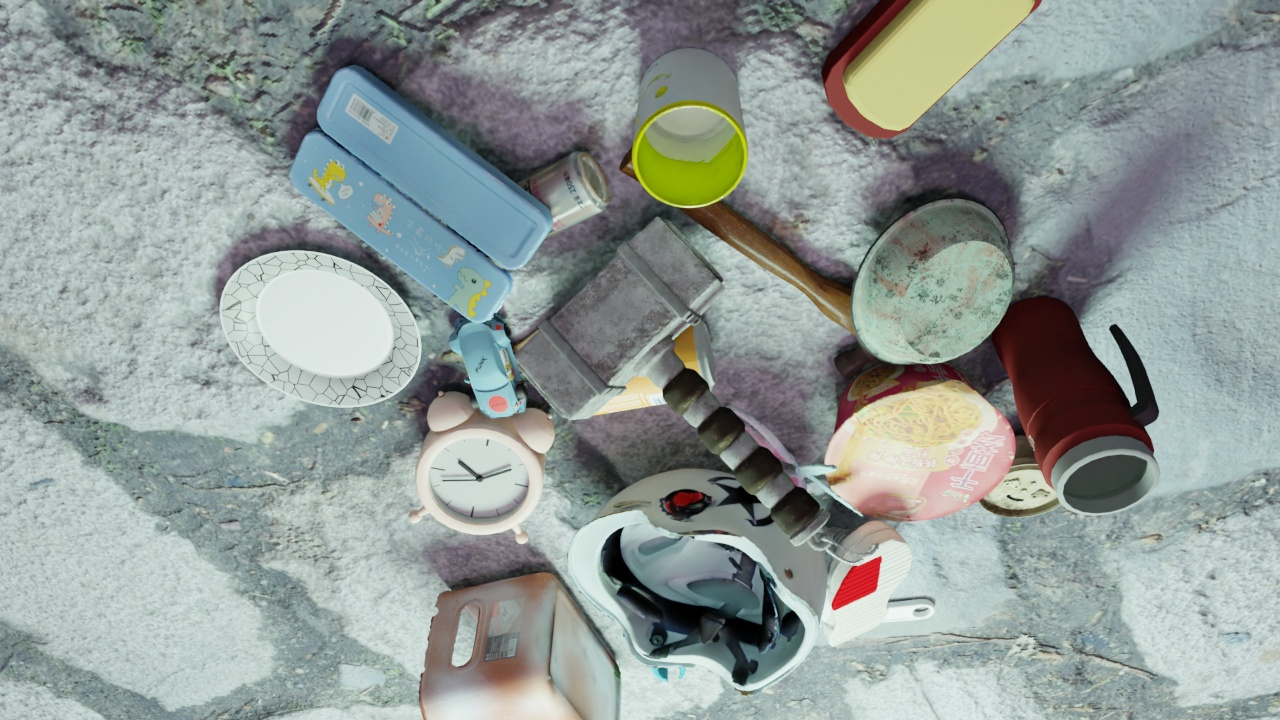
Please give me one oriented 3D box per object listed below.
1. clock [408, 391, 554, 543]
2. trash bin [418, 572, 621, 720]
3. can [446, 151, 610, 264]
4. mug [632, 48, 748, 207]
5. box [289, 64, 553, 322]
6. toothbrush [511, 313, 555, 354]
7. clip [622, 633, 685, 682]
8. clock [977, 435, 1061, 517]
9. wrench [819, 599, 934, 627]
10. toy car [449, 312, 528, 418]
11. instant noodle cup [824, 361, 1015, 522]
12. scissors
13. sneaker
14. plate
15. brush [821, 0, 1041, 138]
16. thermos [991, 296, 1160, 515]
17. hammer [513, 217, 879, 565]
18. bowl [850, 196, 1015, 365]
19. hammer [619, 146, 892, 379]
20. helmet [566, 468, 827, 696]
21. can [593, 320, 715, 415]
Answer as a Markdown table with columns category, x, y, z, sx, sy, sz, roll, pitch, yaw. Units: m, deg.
| category | x | y | z | sx | sy | sz | roll | pitch | yaw |
| --- | --- | --- | --- | --- | --- | --- | --- | --- | --- |
| clock | -0.166 | 0.108 | 0.965 | 0.131 | 0.086 | 0.161 | 12 | 120 | -8 |
| trash bin | -0.133 | 0.404 | 1.136 | 0.157 | 0.181 | 0.260 | -16 | 127 | 13 |
| can | -0.094 | -0.124 | 0.772 | 0.136 | 0.054 | 0.054 | -23 | 125 | 20 |
| mug | 0.037 | -0.177 | 0.688 | 0.082 | 0.106 | 0.083 | 1 | 130 | 1 |
| box | -0.182 | -0.130 | 0.747 | 0.209 | 0.020 | 0.126 | 37 | 116 | -4 |
| toothbrush | -0.083 | -0.034 | 0.872 | 0.167 | 0.016 | 0.016 | -33 | 120 | 25 |
| clip | 0.039 | 0.380 | 1.208 | 0.104 | 0.027 | 0.120 | -8 | 129 | 12 |
| clock | 0.401 | 0.105 | 0.942 | 0.093 | 0.054 | 0.141 | 18 | 136 | -12 |
| wrench | 0.231 | 0.326 | 1.158 | 0.273 | 0.018 | 0.066 | -7 | 130 | 7 |
| toy car | -0.146 | 0.009 | 0.878 | 0.060 | 0.027 | 0.108 | -12 | 106 | 12 |
| instant noodle cup | 0.267 | 0.071 | 0.905 | 0.178 | 0.077 | 0.179 | 2 | 129 | 2 |
| scissors | 0.144 | 0.099 | 0.922 | 0.173 | 0.013 | 0.171 | 45 | 165 | -4 |
| sneaker | 0.223 | 0.222 | 1.008 | 0.090 | 0.104 | 0.237 | -22 | 145 | -9 |
| plate | -0.305 | -0.030 | 0.884 | 0.188 | 0.016 | 0.189 | 1 | 130 | 1 |
| brush | 0.213 | -0.237 | 0.671 | 0.082 | 0.041 | 0.174 | 32 | 124 | -22 |
| thermos | 0.375 | 0.027 | 0.783 | 0.084 | 0.198 | 0.108 | 35 | 123 | -24 |
| hammer | 0.060 | 0.052 | 0.762 | 0.177 | 0.079 | 0.326 | -43 | 81 | 7 |
| bowl | 0.259 | -0.058 | 0.784 | 0.157 | 0.038 | 0.158 | -9 | 120 | -15 |
| hammer | 0.120 | -0.090 | 0.807 | 0.323 | 0.033 | 0.116 | 31 | 126 | -21 |
| helmet | 0.068 | 0.207 | 0.970 | 0.264 | 0.163 | 0.237 | 15 | 129 | 14 |
| can | -0.005 | 0.005 | 0.859 | 0.142 | 0.079 | 0.079 | -10 | 129 | 11 |
